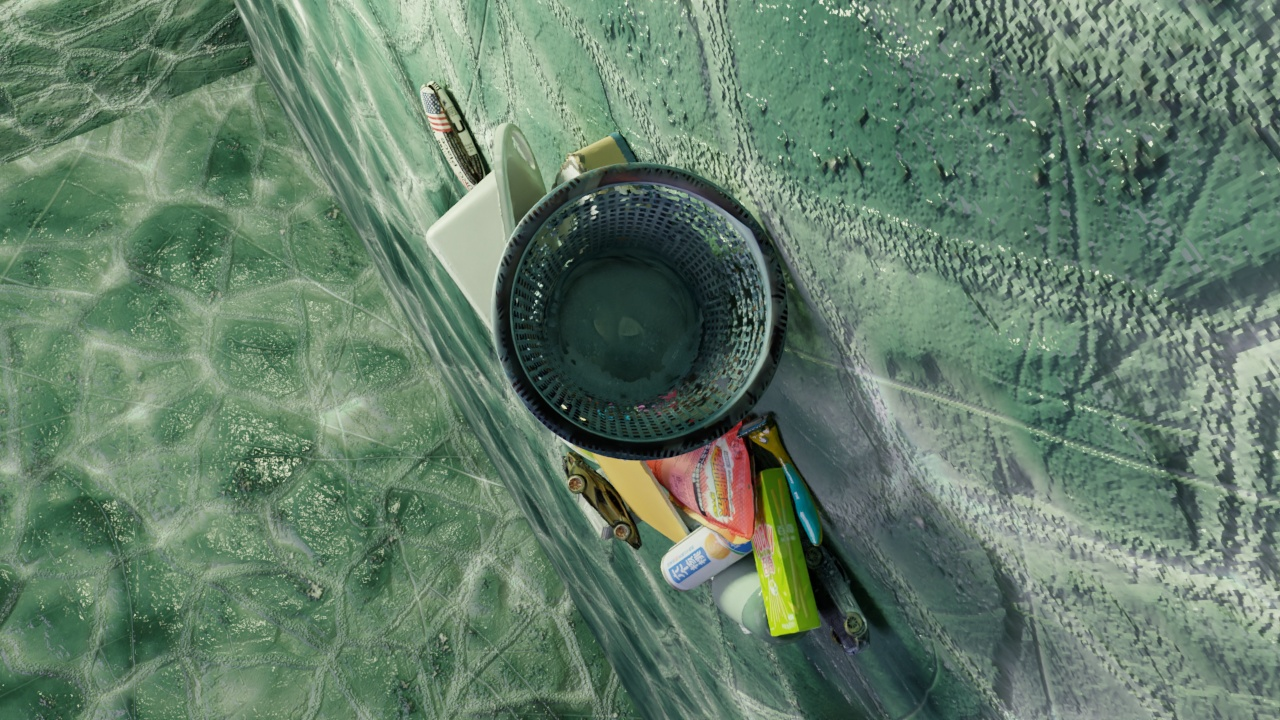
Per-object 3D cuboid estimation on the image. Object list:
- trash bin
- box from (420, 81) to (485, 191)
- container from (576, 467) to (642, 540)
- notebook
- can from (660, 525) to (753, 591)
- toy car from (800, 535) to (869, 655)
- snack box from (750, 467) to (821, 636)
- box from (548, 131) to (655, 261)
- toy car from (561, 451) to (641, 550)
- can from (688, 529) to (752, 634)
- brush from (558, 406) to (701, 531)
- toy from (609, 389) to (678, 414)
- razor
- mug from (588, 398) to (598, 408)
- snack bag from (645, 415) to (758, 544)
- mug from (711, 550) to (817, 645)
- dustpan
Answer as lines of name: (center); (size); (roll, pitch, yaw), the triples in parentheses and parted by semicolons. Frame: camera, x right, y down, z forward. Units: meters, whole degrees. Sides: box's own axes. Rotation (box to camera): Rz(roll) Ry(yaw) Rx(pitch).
trash bin: (-0.008, -0.037, 0.785); (0.226, 0.226, 0.195); (61, 175, -3)
box: (-0.259, -0.314, 1.291); (0.070, 0.055, 0.164); (-3, 118, 54)
container: (-0.023, 0.186, 1.291); (0.090, 0.114, 0.090); (55, 162, 19)
notebook: (-0.009, 0.142, 1.080); (0.146, 0.010, 0.206); (25, 152, 49)
can: (0.082, 0.207, 1.019); (0.135, 0.053, 0.053); (-44, 74, 36)
toy car: (0.187, 0.227, 0.895); (0.120, 0.036, 0.054); (63, 161, 22)
snack box: (0.137, 0.192, 0.915); (0.086, 0.026, 0.156); (118, 143, -69)
box: (-0.044, -0.150, 0.919); (0.090, 0.060, 0.184); (61, 164, 1)
toy car: (-0.048, 0.182, 1.194); (0.158, 0.042, 0.070); (50, 179, -10)
can: (0.114, 0.255, 1.115); (0.146, 0.058, 0.058); (59, 163, 6)
brush: (0.001, 0.134, 1.175); (0.315, 0.109, 0.061); (26, 119, 33)
toy: (-0.006, 0.006, 1.010); (0.194, 0.074, 0.179); (58, 144, 23)
razor: (0.140, 0.114, 0.870); (0.043, 0.028, 0.132); (-32, 85, 42)
mug: (-0.063, 0.000, 1.121); (0.114, 0.105, 0.082); (62, 163, -4)
snack bag: (0.070, 0.117, 0.989); (0.208, 0.073, 0.128); (-177, 90, -69)
mug: (0.140, 0.247, 1.015); (0.106, 0.082, 0.112); (-168, 82, -68)
dustpan: (-0.102, -0.099, 0.931); (0.257, 0.143, 0.222); (50, -176, 8)
